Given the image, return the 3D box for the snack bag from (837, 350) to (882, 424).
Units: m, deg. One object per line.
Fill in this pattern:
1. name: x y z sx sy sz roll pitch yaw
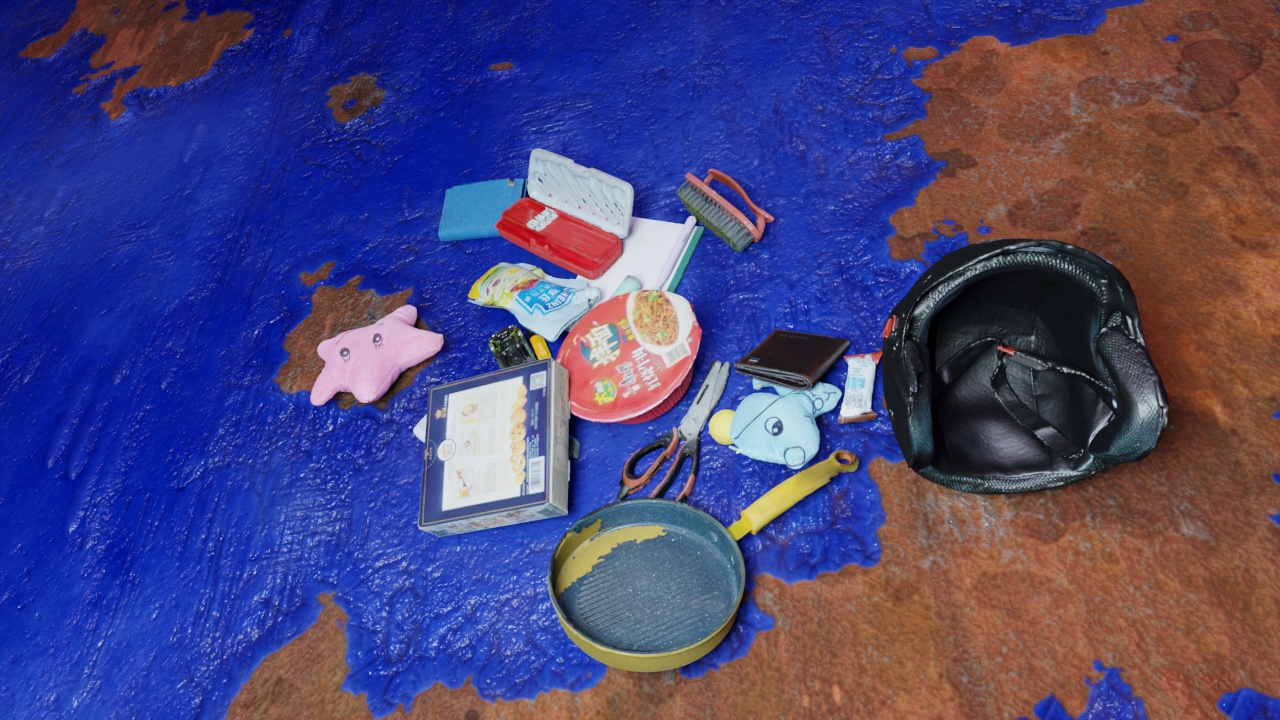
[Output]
1. snack bag: 0.250 0.029 1.045 0.048 0.026 0.104 -8 51 27

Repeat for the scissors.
1. scissors: 0.042 0.084 1.081 0.192 0.015 0.206 -18 50 6

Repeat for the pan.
1. pan: 0.076 0.184 0.947 0.356 0.078 0.197 -20 42 -21

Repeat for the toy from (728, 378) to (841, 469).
1. toy: 0.156 0.062 1.018 0.156 0.050 0.161 -23 36 -16

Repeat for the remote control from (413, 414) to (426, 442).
1. remote control: -0.235 0.100 1.158 0.125 0.024 0.049 28 67 33

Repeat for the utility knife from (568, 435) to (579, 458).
1. utility knife: -0.148 0.087 1.145 0.180 0.013 0.029 15 58 28

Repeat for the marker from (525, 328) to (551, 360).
1. marker: -0.145 -0.039 1.242 0.018 0.015 0.123 -22 47 -7

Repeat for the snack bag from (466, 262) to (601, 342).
1. snack bag: -0.144 -0.086 1.248 0.191 0.039 0.110 21 44 39

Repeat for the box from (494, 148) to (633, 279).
1. box: -0.103 -0.207 1.300 0.201 0.073 0.154 28 92 32

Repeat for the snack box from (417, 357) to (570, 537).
1. snack box: -0.171 0.102 1.076 0.183 0.046 0.177 -14 62 24

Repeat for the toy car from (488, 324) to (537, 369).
1. toy car: -0.162 0.000 1.207 0.048 0.032 0.105 -30 56 -5

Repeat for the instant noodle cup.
1. instant noodle cup: -0.007 0.007 1.115 0.194 0.066 0.193 -16 49 19

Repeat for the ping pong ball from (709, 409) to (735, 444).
1. ping pong ball: 0.099 0.076 1.051 0.040 0.040 0.040 -9 51 12

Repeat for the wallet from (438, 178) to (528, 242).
1. wallet: -0.240 -0.232 1.410 0.133 0.040 0.106 -3 61 15

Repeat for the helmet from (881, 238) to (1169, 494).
1. helmet: 0.348 -0.002 0.884 0.233 0.275 0.229 -1 25 5

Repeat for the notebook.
1. notebook: -0.016 -0.115 1.258 0.150 0.012 0.208 11 59 24

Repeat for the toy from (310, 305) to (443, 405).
1. toy: -0.358 -0.002 1.244 0.194 0.075 0.178 -22 41 2

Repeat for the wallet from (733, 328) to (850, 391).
1. wallet: 0.177 -0.004 1.069 0.096 0.020 0.122 15 30 28

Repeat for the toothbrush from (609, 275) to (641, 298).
1. toothbrush: -0.069 -0.023 1.184 0.027 0.026 0.224 34 68 4

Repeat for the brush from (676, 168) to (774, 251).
1. brush: 0.118 -0.207 1.251 0.069 0.063 0.146 -44 52 0

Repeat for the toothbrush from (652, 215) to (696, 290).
1. toothbrush: 0.038 -0.126 1.231 0.021 0.029 0.188 -20 38 52
